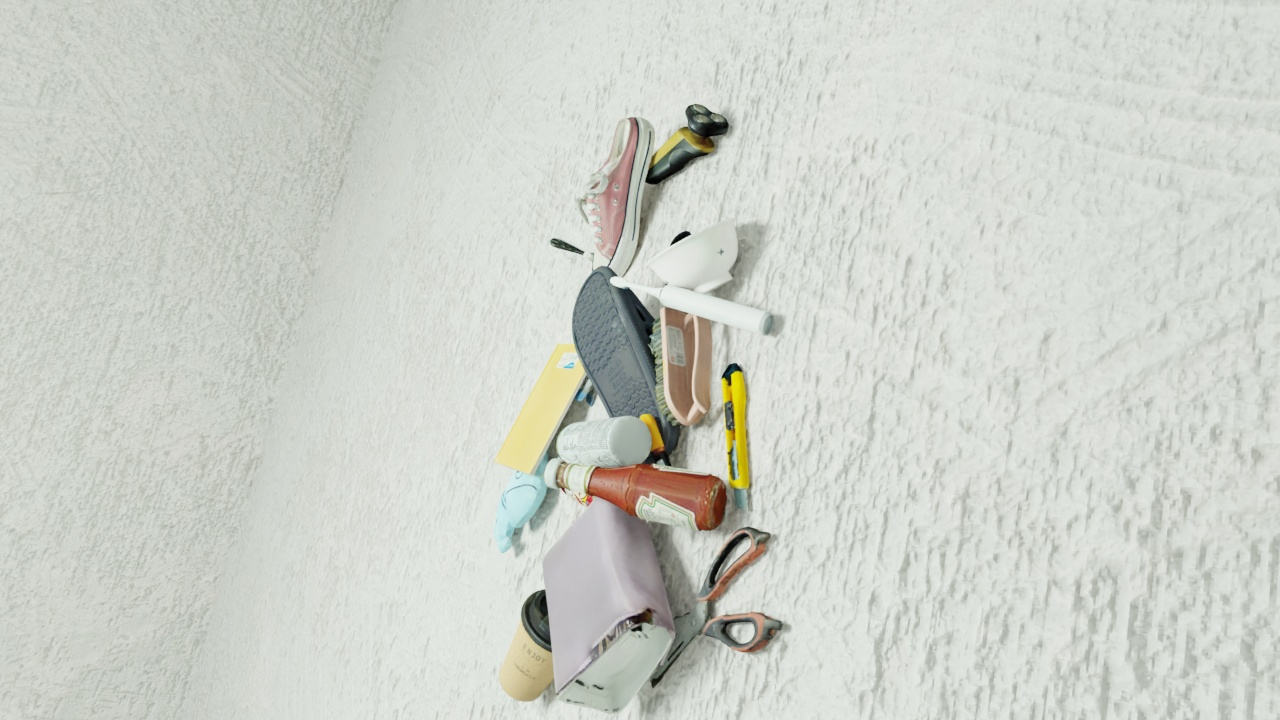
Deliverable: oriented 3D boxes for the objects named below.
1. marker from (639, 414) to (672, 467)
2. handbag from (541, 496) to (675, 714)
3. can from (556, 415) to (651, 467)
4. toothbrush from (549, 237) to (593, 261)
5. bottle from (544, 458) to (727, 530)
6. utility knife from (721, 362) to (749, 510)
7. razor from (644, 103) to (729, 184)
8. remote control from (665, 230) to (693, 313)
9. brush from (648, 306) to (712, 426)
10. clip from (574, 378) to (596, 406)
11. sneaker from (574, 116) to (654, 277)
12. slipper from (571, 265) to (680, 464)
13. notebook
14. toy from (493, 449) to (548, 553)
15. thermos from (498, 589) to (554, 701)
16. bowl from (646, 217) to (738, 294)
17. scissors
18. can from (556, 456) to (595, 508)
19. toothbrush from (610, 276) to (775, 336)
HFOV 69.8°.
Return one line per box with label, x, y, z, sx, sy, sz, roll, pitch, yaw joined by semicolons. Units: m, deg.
marker;0.027;0.118;1.055;0.018;0.015;0.123;-37;66;39
handbag;-0.033;0.261;1.012;0.145;0.098;0.196;-58;26;25
can;-0.046;0.099;1.096;0.147;0.058;0.058;-14;62;59
toothbrush;-0.110;-0.178;1.462;0.181;0.018;0.015;30;101;59
bottle;-0.009;0.140;1.004;0.206;0.059;0.059;7;77;24
utility knife;0.103;0.080;0.994;0.033;0.015;0.177;-37;45;45
razor;0.050;-0.289;1.246;0.168;0.062;0.067;-29;80;54
remote control;0.053;-0.100;1.162;0.053;0.024;0.136;-27;50;50
brush;0.053;0.007;1.067;0.073;0.063;0.145;-33;48;44
clip;-0.067;0.034;1.277;0.058;0.044;0.027;-61;31;5
sneaker;-0.048;-0.225;1.289;0.118;0.087;0.241;-131;49;-56
slipper;-0.007;0.007;1.155;0.111;0.083;0.268;-42;60;38
notebook;-0.136;0.065;1.323;0.146;0.010;0.206;2;62;61
toy;-0.170;0.195;1.313;0.157;0.049;0.161;-23;50;60
thermos;-0.121;0.350;1.124;0.143;0.093;0.093;-60;32;28
bowl;0.073;-0.114;1.088;0.119;0.118;0.064;-27;91;48
scissors;0.072;0.260;0.943;0.225;0.015;0.189;-1;72;57
can;-0.066;0.158;1.172;0.133;0.053;0.053;19;89;58
toothbrush;0.053;-0.068;1.058;0.221;0.026;0.026;19;82;33
